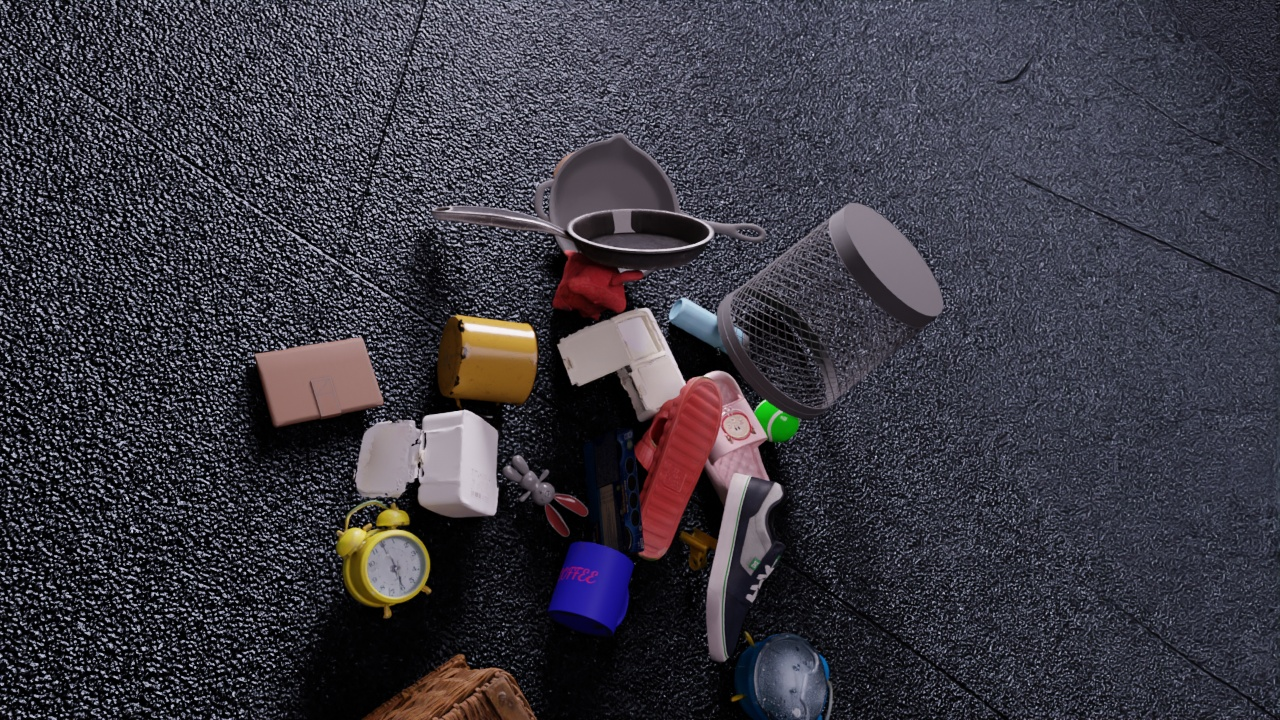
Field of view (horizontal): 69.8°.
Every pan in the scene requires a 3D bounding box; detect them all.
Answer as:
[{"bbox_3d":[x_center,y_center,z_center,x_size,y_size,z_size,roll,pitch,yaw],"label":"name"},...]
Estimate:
[{"bbox_3d":[-0.084,-0.164,1.169,0.357,0.187,0.055,0,115,-5],"label":"pan"},{"bbox_3d":[0.019,-0.199,1.291,0.354,0.024,0.216,5,87,-23],"label":"pan"}]

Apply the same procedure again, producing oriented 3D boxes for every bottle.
[{"bbox_3d":[0.103,-0.043,1.310,0.130,0.040,0.040,28,59,-21],"label":"bottle"}]

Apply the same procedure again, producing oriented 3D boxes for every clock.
[{"bbox_3d":[0.191,0.420,1.177,0.161,0.060,0.116,32,57,-20],"label":"clock"},{"bbox_3d":[-0.272,0.206,0.966,0.083,0.057,0.119,-26,93,-36],"label":"clock"}]

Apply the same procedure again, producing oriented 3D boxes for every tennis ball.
[{"bbox_3d":[0.193,0.084,1.302,0.065,0.066,0.065,12,66,-28],"label":"tennis ball"}]

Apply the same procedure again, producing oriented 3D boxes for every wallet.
[{"bbox_3d":[-0.354,0.023,1.013,0.120,0.013,0.087,-12,74,-35],"label":"wallet"}]

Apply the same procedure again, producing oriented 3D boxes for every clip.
[{"bbox_3d":[0.072,0.244,1.181,0.044,0.054,0.049,37,79,-38],"label":"clip"}]

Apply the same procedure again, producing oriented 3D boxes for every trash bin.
[{"bbox_3d":[0.263,-0.071,1.266,0.217,0.228,0.217,28,39,-26],"label":"trash bin"}]

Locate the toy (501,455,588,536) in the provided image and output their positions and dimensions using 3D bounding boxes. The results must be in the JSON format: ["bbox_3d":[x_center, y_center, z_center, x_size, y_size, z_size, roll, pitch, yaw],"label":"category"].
[{"bbox_3d":[-0.117,0.160,1.100,0.111,0.030,0.049,43,83,-8],"label":"toy"}]

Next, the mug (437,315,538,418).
[{"bbox_3d":[-0.185,0.010,1.081,0.094,0.100,0.124,7,109,-28],"label":"mug"}]

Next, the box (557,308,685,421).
[{"bbox_3d":[-0.006,0.006,1.175,0.186,0.070,0.143,-23,85,-52],"label":"box"}]

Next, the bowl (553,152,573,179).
[{"bbox_3d":[-0.068,-0.252,1.291,0.102,0.026,0.114,47,54,-8],"label":"bowl"}]

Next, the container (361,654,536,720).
[{"bbox_3d":[-0.203,0.403,0.854,0.249,0.184,0.162,-29,86,-37],"label":"container"}]

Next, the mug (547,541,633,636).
[{"bbox_3d":[-0.050,0.275,1.076,0.111,0.079,0.083,49,48,-42],"label":"mug"}]

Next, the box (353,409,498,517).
[{"bbox_3d":[-0.242,0.119,1.019,0.121,0.137,0.109,46,37,-64],"label":"box"}]

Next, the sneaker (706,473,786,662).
[{"bbox_3d":[0.137,0.264,1.157,0.079,0.084,0.235,8,77,18],"label":"sneaker"}]

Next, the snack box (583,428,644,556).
[{"bbox_3d":[-0.034,0.165,1.118,0.027,0.082,0.150,6,70,-32],"label":"snack box"}]

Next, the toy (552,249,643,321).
[{"bbox_3d":[-0.053,-0.113,1.179,0.088,0.133,0.094,24,66,-36],"label":"toy"}]

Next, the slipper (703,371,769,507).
[{"bbox_3d":[0.128,0.122,1.253,0.106,0.056,0.221,-14,81,-33],"label":"slipper"}]

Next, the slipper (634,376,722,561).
[{"bbox_3d":[0.032,0.131,1.177,0.103,0.059,0.248,38,69,-46],"label":"slipper"}]
